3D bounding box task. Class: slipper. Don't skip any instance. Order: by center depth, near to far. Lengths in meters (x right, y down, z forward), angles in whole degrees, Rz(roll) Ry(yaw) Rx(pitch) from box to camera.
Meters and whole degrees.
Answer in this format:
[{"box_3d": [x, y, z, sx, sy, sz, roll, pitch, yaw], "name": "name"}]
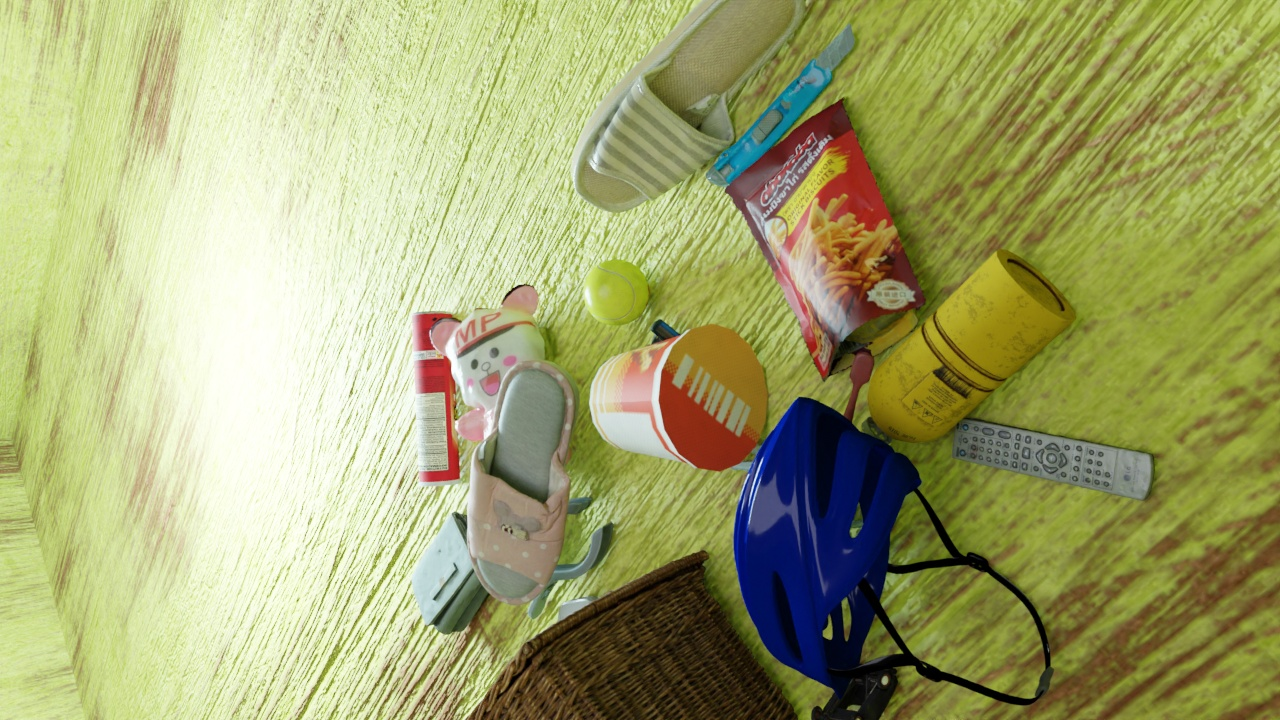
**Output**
[{"box_3d": [0.038, -0.229, 0.816, 0.273, 0.114, 0.054, -45, 40, 32], "name": "slipper"}, {"box_3d": [-0.124, 0.131, 0.935, 0.114, 0.054, 0.275, 15, 107, 15], "name": "slipper"}]

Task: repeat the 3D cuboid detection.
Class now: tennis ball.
[{"box_3d": [-0.024, -0.067, 0.904, 0.065, 0.065, 0.065, 1, 92, 44], "name": "tennis ball"}]

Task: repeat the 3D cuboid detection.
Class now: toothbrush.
[{"box_3d": [0.158, 0.077, 0.737, 0.016, 0.016, 0.190, 16, 116, 13], "name": "toothbrush"}]

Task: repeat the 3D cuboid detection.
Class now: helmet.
[{"box_3d": [0.176, 0.147, 0.649, 0.228, 0.147, 0.242, 12, 120, 30], "name": "helmet"}]

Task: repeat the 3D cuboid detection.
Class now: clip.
[{"box_3d": [-0.104, 0.196, 0.995, 0.115, 0.028, 0.164, 49, 119, 14], "name": "clip"}]

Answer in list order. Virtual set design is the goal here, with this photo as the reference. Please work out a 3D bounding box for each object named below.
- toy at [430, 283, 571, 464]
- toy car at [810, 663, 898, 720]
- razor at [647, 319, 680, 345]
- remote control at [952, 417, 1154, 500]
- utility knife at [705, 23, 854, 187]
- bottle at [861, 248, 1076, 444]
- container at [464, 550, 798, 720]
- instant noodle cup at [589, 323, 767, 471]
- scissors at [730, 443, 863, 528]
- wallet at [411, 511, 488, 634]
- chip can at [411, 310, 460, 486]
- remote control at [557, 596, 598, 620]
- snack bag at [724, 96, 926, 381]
[{"box_3d": [-0.149, 0.031, 1.016, 0.142, 0.084, 0.213, -26, 77, 23], "name": "toy"}, {"box_3d": [0.166, 0.273, 0.714, 0.040, 0.092, 0.037, -9, 108, 44], "name": "toy car"}, {"box_3d": [-0.005, 0.005, 0.922, 0.043, 0.022, 0.145, 40, 132, -10], "name": "razor"}, {"box_3d": [0.284, 0.067, 0.642, 0.137, 0.013, 0.033, 11, 99, 44], "name": "remote control"}, {"box_3d": [0.120, -0.214, 0.794, 0.031, 0.015, 0.186, 49, 125, 7], "name": "utility knife"}, {"box_3d": [0.223, 0.003, 0.661, 0.164, 0.071, 0.071, -51, 58, 32], "name": "bottle"}, {"box_3d": [0.004, 0.307, 0.779, 0.183, 0.249, 0.163, 46, 122, 22], "name": "container"}, {"box_3d": [0.027, 0.035, 0.827, 0.121, 0.123, 0.123, -6, 87, 52], "name": "instant noodle cup"}, {"box_3d": [0.133, 0.083, 0.793, 0.175, 0.032, 0.093, 18, 106, 39], "name": "scissors"}, {"box_3d": [-0.228, 0.261, 1.129, 0.100, 0.054, 0.132, 50, 118, 31], "name": "wallet"}, {"box_3d": [-0.255, 0.047, 1.146, 0.052, 0.051, 0.214, -5, 87, 44], "name": "chip can"}, {"box_3d": [-0.046, 0.326, 0.969, 0.074, 0.019, 0.151, -24, 76, 45], "name": "remote control"}, {"box_3d": [0.153, -0.101, 0.754, 0.139, 0.066, 0.207, -43, 53, 43], "name": "snack bag"}]
